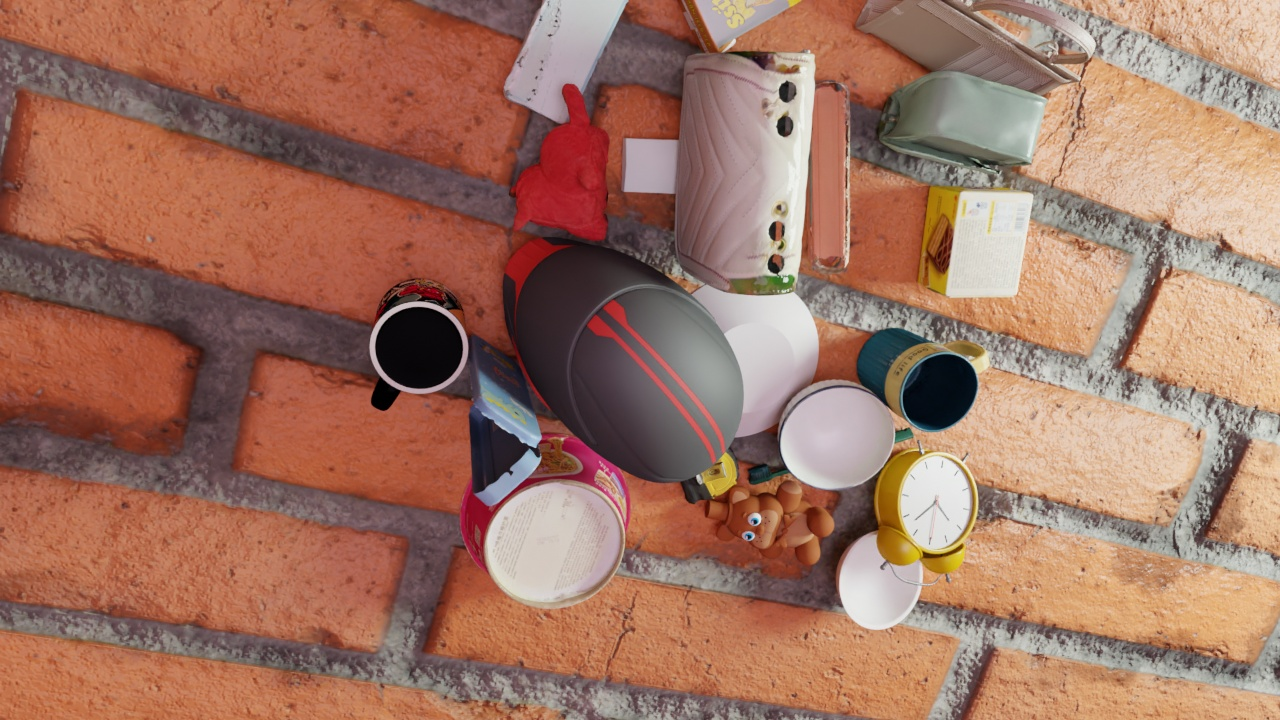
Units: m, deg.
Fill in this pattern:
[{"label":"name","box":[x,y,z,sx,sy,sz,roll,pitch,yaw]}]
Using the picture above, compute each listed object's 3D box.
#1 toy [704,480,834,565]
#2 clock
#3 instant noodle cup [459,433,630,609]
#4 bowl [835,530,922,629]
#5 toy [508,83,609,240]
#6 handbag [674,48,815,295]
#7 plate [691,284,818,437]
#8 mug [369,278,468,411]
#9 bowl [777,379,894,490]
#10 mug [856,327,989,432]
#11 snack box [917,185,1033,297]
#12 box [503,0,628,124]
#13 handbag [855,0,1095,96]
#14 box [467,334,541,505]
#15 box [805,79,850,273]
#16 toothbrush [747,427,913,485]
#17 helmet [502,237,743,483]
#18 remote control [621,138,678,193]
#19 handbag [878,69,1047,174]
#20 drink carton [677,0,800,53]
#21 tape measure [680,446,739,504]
[{"label":"toy","box":[0.133,0.171,0.973,0.127,0.065,0.095,11,112,-10]},{"label":"clock","box":[0.310,0.167,0.996,0.113,0.052,0.152,15,82,-21]},{"label":"instant noodle cup","box":[-0.089,0.169,0.915,0.178,0.077,0.179,-3,107,-11]},{"label":"bowl","box":[0.258,0.240,1.027,0.109,0.041,0.110,0,91,-22]},{"label":"toy","box":[-0.074,-0.172,0.804,0.094,0.088,0.133,2,126,0]},{"label":"handbag","box":[0.095,-0.165,0.795,0.096,0.142,0.199,-3,108,-17]},{"label":"plate","box":[0.106,0.002,0.929,0.174,0.036,0.174,-3,107,-11]},{"label":"mug","box":[-0.207,-0.009,0.824,0.082,0.098,0.118,30,98,-19]},{"label":"bowl","box":[0.197,0.069,0.951,0.118,0.062,0.118,0,112,-1]},{"label":"mug","box":[0.293,0.011,0.936,0.113,0.107,0.083,-23,108,-5]},{"label":"snack box","box":[0.337,-0.121,0.929,0.083,0.061,0.106,-1,107,-13]},{"label":"box","box":[-0.051,-0.307,0.802,0.083,0.066,0.199,18,103,-42]},{"label":"handbag","box":[0.312,-0.282,0.802,0.175,0.198,0.062,23,100,-18]},{"label":"box","box":[-0.136,0.047,0.798,0.078,0.209,0.074,41,94,-20]},{"label":"box","box":[0.180,-0.178,0.899,0.058,0.062,0.188,2,110,13]},{"label":"toothbrush","box":[0.205,0.101,0.992,0.189,0.016,0.017,-15,105,-8]},{"label":"helmet","box":[-0.005,0.005,0.825,0.164,0.170,0.265,-45,115,-8]},{"label":"remote control","box":[0.055,-0.183,0.868,0.143,0.024,0.049,-1,107,-13]},{"label":"handbag","box":[0.305,-0.219,0.870,0.121,0.106,0.067,10,92,-15]},{"label":"drink carton","box":[0.099,-0.334,0.819,0.125,0.048,0.076,-30,110,-2]},{"label":"tape measure","box":[0.070,0.111,0.953,0.064,0.037,0.065,-21,110,-5]}]
